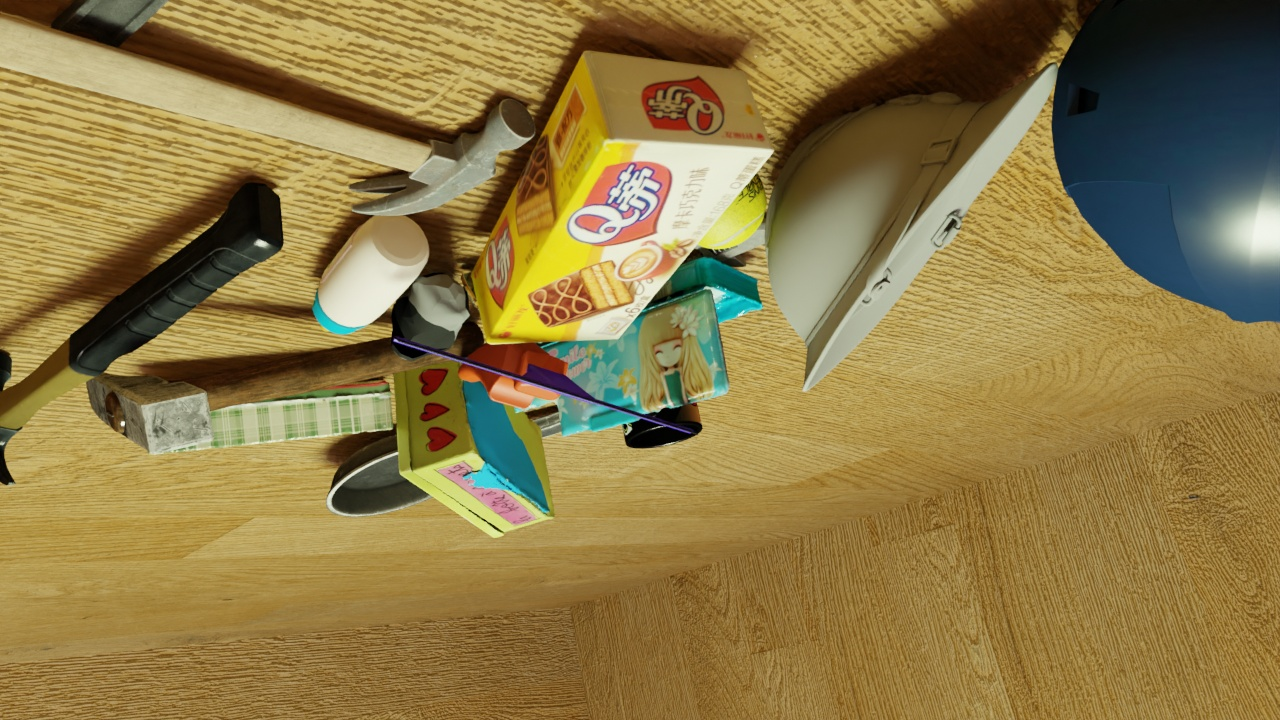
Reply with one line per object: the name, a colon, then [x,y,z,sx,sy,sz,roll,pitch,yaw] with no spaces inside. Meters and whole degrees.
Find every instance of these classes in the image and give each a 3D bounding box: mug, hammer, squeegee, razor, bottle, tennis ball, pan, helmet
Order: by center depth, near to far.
hammer: [-0.213,-0.129,0.462,0.120,0.030,0.330,-27,160,38]
helmet: [0.357,-0.138,0.519,0.223,0.232,0.271,23,-169,39]
hammer: [-0.360,-0.015,0.620,0.334,0.117,0.025,-27,152,24]
helmet: [0.151,-0.110,0.633,0.182,0.118,0.272,-31,156,-50]
tennis ball: [0.054,-0.110,0.636,0.065,0.065,0.065,-11,161,-4]
bottle: [-0.204,-0.054,0.665,0.051,0.051,0.147,4,155,-38]
razor: [-0.155,-0.039,0.693,0.057,0.060,0.157,38,153,-11]
squeegee: [-0.102,0.009,0.733,0.249,0.055,0.185,19,169,-31]
hammer: [-0.282,0.004,0.756,0.299,0.037,0.218,-15,-164,-41]
mug: [0.010,0.029,0.949,0.082,0.098,0.118,-17,160,13]
pan: [-0.209,0.106,1.112,0.357,0.055,0.187,-24,158,-2]

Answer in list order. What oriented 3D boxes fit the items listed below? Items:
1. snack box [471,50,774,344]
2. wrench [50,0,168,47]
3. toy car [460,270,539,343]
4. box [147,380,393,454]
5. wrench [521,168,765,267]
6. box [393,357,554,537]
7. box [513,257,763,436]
snack box: [-0.025,-0.091,0.594,0.109,0.061,0.231,-3,154,-29]
wrench: [-0.159,-0.190,0.366,0.274,0.018,0.073,-21,159,29]
toy car: [-0.100,-0.050,0.747,0.047,0.047,0.112,-40,161,9]
box: [-0.333,0.048,0.839,0.205,0.049,0.118,-4,-178,-17]
wrench: [0.021,-0.108,0.694,0.084,0.018,0.273,-27,156,36]
box: [-0.168,0.089,0.940,0.081,0.124,0.221,-19,153,9]
box: [-0.005,0.005,0.813,0.227,0.121,0.097,-18,160,32]
